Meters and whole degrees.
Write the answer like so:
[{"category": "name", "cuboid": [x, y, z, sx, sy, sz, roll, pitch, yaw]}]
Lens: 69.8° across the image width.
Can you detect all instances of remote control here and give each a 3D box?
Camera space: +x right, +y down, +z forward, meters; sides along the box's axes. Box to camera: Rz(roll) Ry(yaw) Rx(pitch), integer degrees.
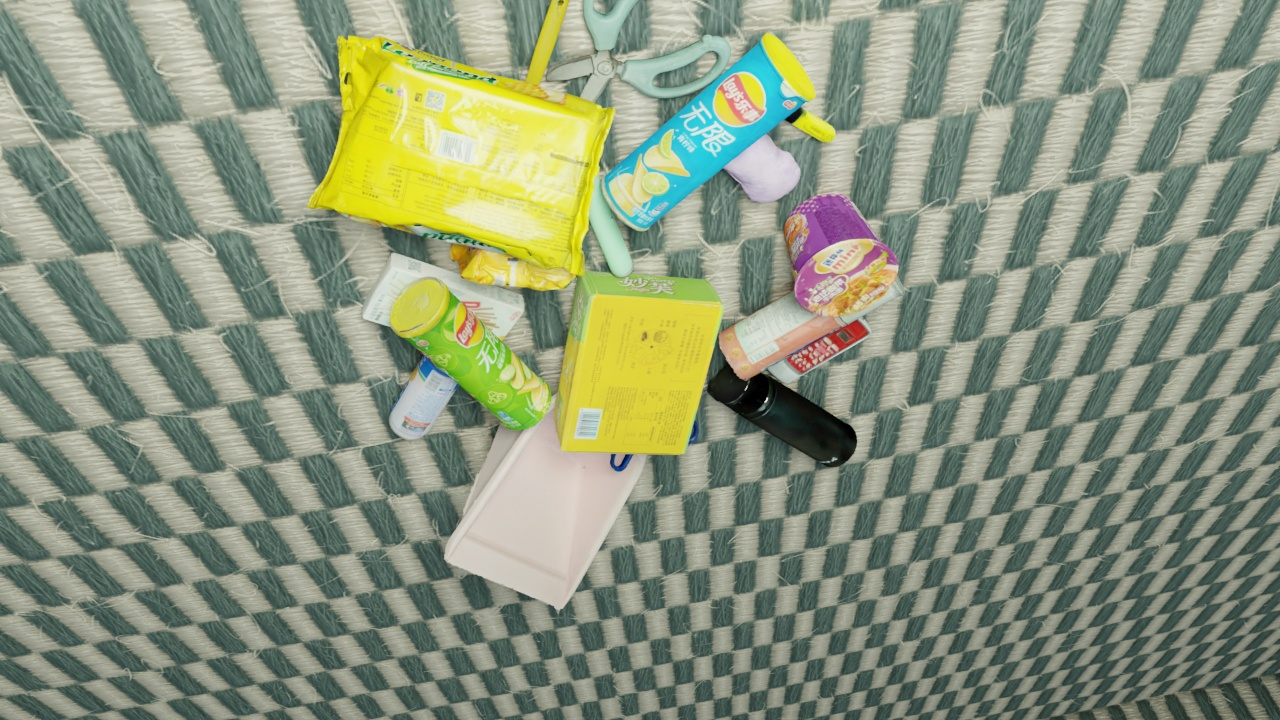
[{"category": "remote control", "cuboid": [0.227, -0.016, 1.173, 0.136, 0.020, 0.056, -32, 136, 22]}]

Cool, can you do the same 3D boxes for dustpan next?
[{"category": "dustpan", "cuboid": [-0.097, 0.164, 1.164, 0.139, 0.272, 0.222, -10, 150, 37]}]

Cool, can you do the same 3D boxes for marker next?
[{"category": "marker", "cuboid": [0.144, -0.244, 0.897, 0.124, 0.015, 0.018, 20, 127, -30]}]

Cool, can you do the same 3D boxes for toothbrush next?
[{"category": "toothbrush", "cuboid": [-0.049, -0.167, 0.929, 0.026, 0.027, 0.225, 6, 146, 24]}, {"category": "toothbrush", "cuboid": [-0.101, -0.247, 0.833, 0.015, 0.016, 0.191, 9, 134, -22]}]

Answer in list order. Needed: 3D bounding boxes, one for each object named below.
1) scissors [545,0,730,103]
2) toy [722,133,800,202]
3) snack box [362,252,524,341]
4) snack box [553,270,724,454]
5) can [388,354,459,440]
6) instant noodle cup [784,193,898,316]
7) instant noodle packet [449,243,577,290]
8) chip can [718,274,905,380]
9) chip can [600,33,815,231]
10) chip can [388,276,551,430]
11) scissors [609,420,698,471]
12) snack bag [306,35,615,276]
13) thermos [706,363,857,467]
[{"category": "scissors", "cuboid": [-0.005, -0.292, 0.804, 0.170, 0.019, 0.181, -10, 140, -2]}, {"category": "toy", "cuboid": [0.116, -0.195, 0.926, 0.084, 0.039, 0.108, -37, 136, 26]}, {"category": "snack box", "cuboid": [-0.216, -0.059, 1.011, 0.156, 0.026, 0.085, 18, 131, -30]}, {"category": "snack box", "cuboid": [-0.006, 0.006, 1.059, 0.157, 0.070, 0.210, 3, 120, -17]}, {"category": "can", "cuboid": [-0.252, 0.037, 1.091, 0.053, 0.053, 0.135, 16, 132, -29]}, {"category": "instant noodle cup", "cuboid": [0.207, -0.119, 0.991, 0.111, 0.099, 0.112, -8, 139, -7]}, {"category": "instant noodle packet", "cuboid": [-0.129, -0.099, 0.916, 0.110, 0.128, 0.044, 1, 105, -18]}, {"category": "chip can", "cuboid": [0.198, -0.055, 1.083, 0.215, 0.071, 0.071, -30, 136, 20]}, {"category": "chip can", "cuboid": [0.060, -0.209, 0.863, 0.211, 0.071, 0.071, -35, 134, 29]}, {"category": "chip can", "cuboid": [-0.180, 0.000, 1.010, 0.073, 0.072, 0.221, -25, 138, 15]}, {"category": "scissors", "cuboid": [0.021, 0.075, 1.189, 0.162, 0.012, 0.173, 18, 107, -40]}, {"category": "snack bag", "cuboid": [-0.149, -0.176, 0.798, 0.246, 0.068, 0.158, 12, 103, -14]}, {"category": "thermos", "cuboid": [0.190, 0.073, 1.241, 0.242, 0.068, 0.090, 30, 160, -37]}]
